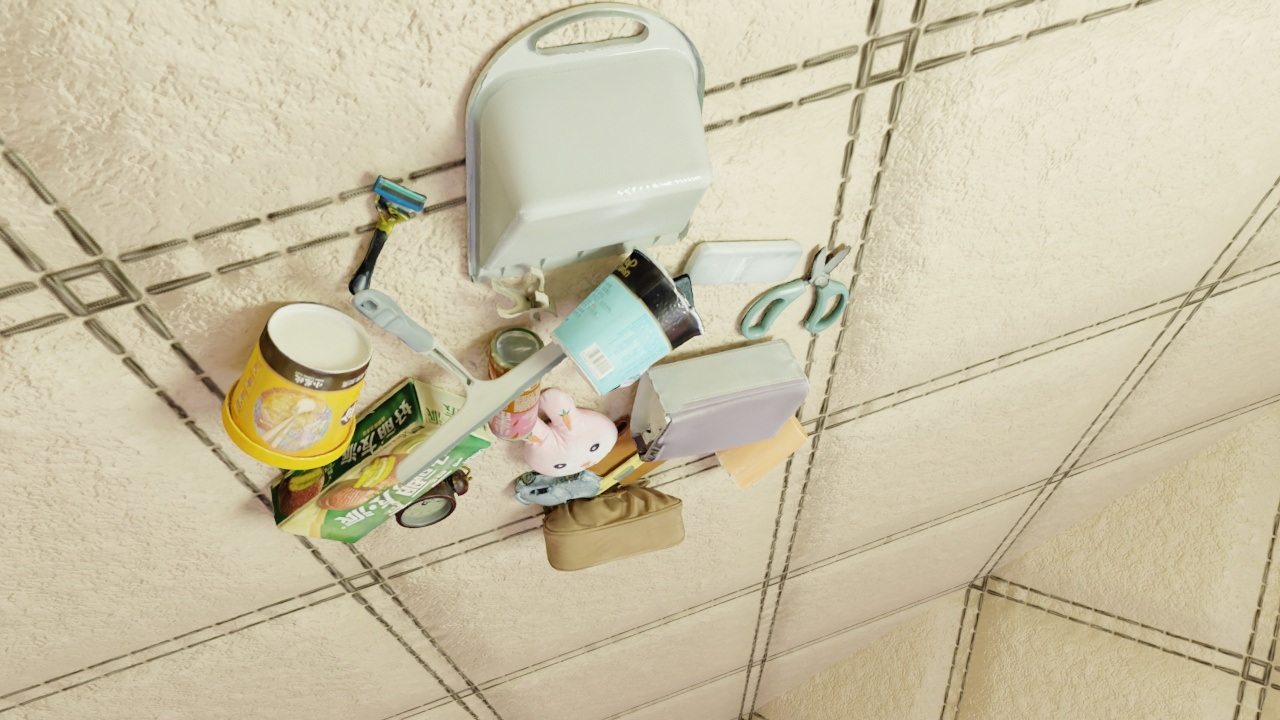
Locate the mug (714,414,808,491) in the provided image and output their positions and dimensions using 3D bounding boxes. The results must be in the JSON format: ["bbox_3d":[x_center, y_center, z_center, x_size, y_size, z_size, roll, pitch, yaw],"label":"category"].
[{"bbox_3d":[0.179,0.126,1.342,0.123,0.078,0.078,-36,147,11],"label":"mug"}]

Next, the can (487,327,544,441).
[{"bbox_3d":[-0.138,0.028,1.005,0.057,0.058,0.148,-11,147,-19],"label":"can"}]

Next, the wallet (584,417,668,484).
[{"bbox_3d":[-0.021,0.129,1.257,0.108,0.031,0.131,-36,144,18],"label":"wallet"}]

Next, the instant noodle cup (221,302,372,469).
[{"bbox_3d":[-0.307,0.018,0.839,0.118,0.118,0.115,5,130,-37],"label":"instant noodle cup"}]

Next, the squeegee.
[{"bbox_3d":[-0.195,-0.009,0.848,0.246,0.039,0.246,-38,148,0],"label":"squeegee"}]

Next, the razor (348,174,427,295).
[{"bbox_3d":[-0.224,-0.103,0.788,0.042,0.022,0.143,24,134,-17],"label":"razor"}]

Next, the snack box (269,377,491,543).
[{"bbox_3d":[-0.295,0.118,1.038,0.240,0.063,0.114,-35,147,18],"label":"snack box"}]

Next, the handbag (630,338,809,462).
[{"bbox_3d":[0.093,0.054,1.151,0.196,0.098,0.145,-11,145,-20],"label":"handbag"}]

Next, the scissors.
[{"bbox_3d":[0.209,-0.076,1.106,0.176,0.019,0.175,13,133,-42],"label":"scissors"}]

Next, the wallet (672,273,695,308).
[{"bbox_3d":[0.004,-0.042,0.989,0.121,0.019,0.097,-23,148,-4],"label":"wallet"}]

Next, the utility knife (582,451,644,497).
[{"bbox_3d":[-0.011,0.137,1.240,0.175,0.019,0.031,-42,150,15],"label":"utility knife"}]

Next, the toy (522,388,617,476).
[{"bbox_3d":[-0.099,0.093,1.138,0.121,0.054,0.159,-30,140,11],"label":"toy"}]

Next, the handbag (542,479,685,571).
[{"bbox_3d":[-0.043,0.228,1.312,0.204,0.100,0.148,-10,-170,-22],"label":"handbag"}]

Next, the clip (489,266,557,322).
[{"bbox_3d":[-0.097,-0.063,0.895,0.089,0.035,0.103,-23,162,30],"label":"clip"}]

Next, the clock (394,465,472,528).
[{"bbox_3d":[-0.261,0.158,1.128,0.122,0.055,0.082,-37,146,19],"label":"clock"}]

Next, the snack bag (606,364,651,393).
[{"bbox_3d":[-0.006,0.006,1.049,0.045,0.026,0.105,-30,-171,33],"label":"snack bag"}]

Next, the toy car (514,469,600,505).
[{"bbox_3d":[-0.112,0.172,1.233,0.121,0.036,0.054,-12,146,21],"label":"toy car"}]

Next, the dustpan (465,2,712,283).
[{"bbox_3d":[-0.047,-0.181,0.794,0.222,0.142,0.258,-13,176,-15],"label":"dustpan"}]

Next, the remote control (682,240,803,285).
[{"bbox_3d":[0.111,-0.106,0.994,0.135,0.020,0.056,-5,145,-27],"label":"remote control"}]

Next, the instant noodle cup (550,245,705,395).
[{"bbox_3d":[-0.018,-0.032,0.888,0.120,0.111,0.111,-39,149,-5],"label":"instant noodle cup"}]
